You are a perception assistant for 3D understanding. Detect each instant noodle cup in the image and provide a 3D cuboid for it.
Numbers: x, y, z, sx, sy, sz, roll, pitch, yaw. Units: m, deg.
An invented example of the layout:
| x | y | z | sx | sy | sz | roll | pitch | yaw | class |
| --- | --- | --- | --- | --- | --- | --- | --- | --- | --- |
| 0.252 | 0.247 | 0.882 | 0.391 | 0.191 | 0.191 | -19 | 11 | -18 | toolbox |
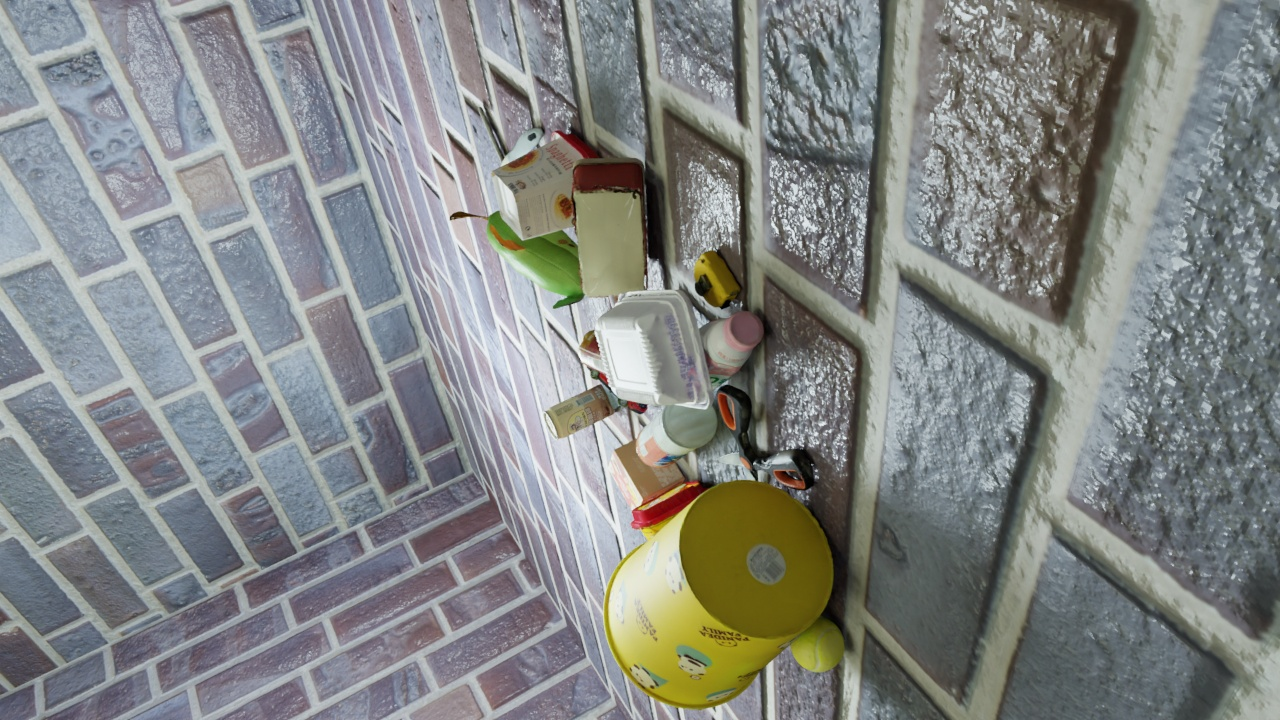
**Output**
| x | y | z | sx | sy | sz | roll | pitch | yaw | class |
| --- | --- | --- | --- | --- | --- | --- | --- | --- | --- |
| 0.006 | -0.008 | 1.046 | 0.174 | 0.060 | 0.138 | 5 | 112 | 62 | instant noodle cup |
| 0.061 | 0.252 | 1.328 | 0.123 | 0.116 | 0.116 | 64 | 166 | 2 | instant noodle cup |
| -0.122 | -0.225 | 1.214 | 0.116 | 0.124 | 0.117 | 48 | 155 | 42 | instant noodle cup |

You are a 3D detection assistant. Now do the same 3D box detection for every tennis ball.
| x | y | z | sx | sy | sz | roll | pitch | yaw | class |
| --- | --- | --- | --- | --- | --- | --- | --- | --- | --- |
| 0.215 | 0.345 | 1.117 | 0.065 | 0.065 | 0.066 | 53 | 158 | 32 | tennis ball |

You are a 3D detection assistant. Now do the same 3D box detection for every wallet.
| x | y | z | sx | sy | sz | roll | pitch | yaw | class |
| --- | --- | --- | --- | --- | --- | --- | --- | --- | --- |
| -0.048 | 0.029 | 1.509 | 0.097 | 0.019 | 0.121 | 66 | 163 | 4 | wallet |

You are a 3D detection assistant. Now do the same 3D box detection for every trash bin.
| x | y | z | sx | sy | sz | roll | pitch | yaw | class |
| --- | --- | --- | --- | --- | --- | --- | --- | --- | --- |
| 0.095 | 0.276 | 1.105 | 0.229 | 0.229 | 0.256 | 58 | 151 | 20 | trash bin |

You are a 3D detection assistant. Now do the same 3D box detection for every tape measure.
| x | y | z | sx | sy | sz | roll | pitch | yaw | class |
| --- | --- | --- | --- | --- | --- | --- | --- | --- | --- |
| 0.078 | -0.085 | 0.999 | 0.060 | 0.028 | 0.057 | 61 | 162 | 13 | tape measure |

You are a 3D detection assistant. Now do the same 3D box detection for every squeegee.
| x | y | z | sx | sy | sz | roll | pitch | yaw | class |
| --- | --- | --- | --- | --- | --- | --- | --- | --- | --- |
| -0.194 | -0.315 | 1.432 | 0.246 | 0.039 | 0.247 | 66 | 161 | -4 | squeegee |

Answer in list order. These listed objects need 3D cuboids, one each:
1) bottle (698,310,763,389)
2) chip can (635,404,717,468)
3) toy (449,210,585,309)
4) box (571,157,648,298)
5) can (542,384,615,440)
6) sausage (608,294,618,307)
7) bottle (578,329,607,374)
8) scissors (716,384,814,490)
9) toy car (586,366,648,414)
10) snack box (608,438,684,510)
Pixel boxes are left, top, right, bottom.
| x | y | z | sx | sy | sz | roll | pitch | yaw | class |
| --- | --- | --- | --- | --- | --- | --- | --- | --- | --- |
| 0.081 | -0.007 | 1.036 | 0.068 | 0.068 | 0.197 | 63 | 159 | 7 | bottle |
| 0.043 | 0.099 | 1.240 | 0.071 | 0.071 | 0.215 | 62 | 165 | 8 | chip can |
| -0.148 | -0.161 | 1.311 | 0.247 | 0.226 | 0.090 | 37 | 107 | 29 | toy |
| -0.037 | -0.150 | 1.096 | 0.169 | 0.091 | 0.079 | 87 | -177 | -48 | box |
| -0.105 | 0.089 | 1.577 | 0.058 | 0.116 | 0.059 | 53 | 159 | 31 | can |
| -0.044 | -0.121 | 1.296 | 0.021 | 0.021 | 0.165 | 29 | 140 | 61 | sausage |
| -0.007 | 0.007 | 1.255 | 0.175 | 0.057 | 0.057 | 24 | 138 | 39 | bottle |
| 0.133 | 0.106 | 1.090 | 0.221 | 0.021 | 0.224 | 18 | 141 | 60 | scissors |
| -0.032 | 0.035 | 1.411 | 0.120 | 0.045 | 0.053 | 45 | -169 | 28 | toy car |
| 0.007 | 0.178 | 1.450 | 0.092 | 0.077 | 0.094 | 59 | 161 | 18 | snack box |
